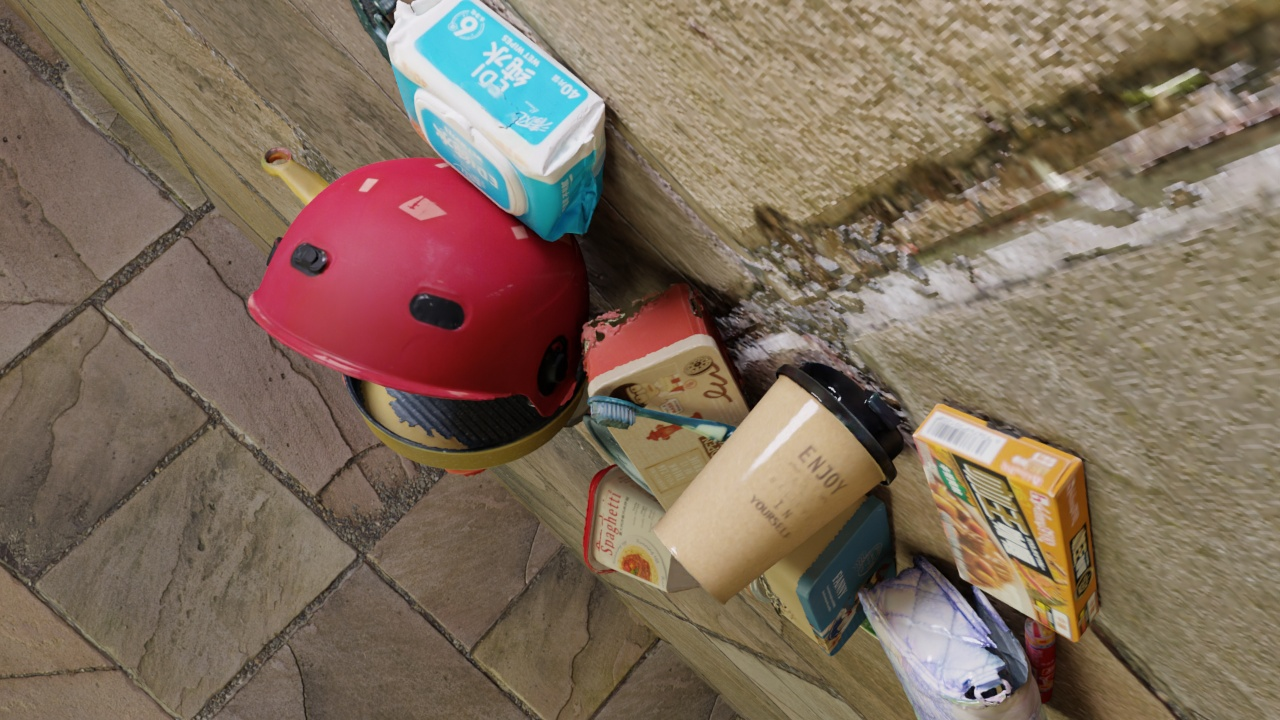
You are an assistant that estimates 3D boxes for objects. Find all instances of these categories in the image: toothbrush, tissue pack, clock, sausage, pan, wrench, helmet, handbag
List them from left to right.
[{"bbox_3d":[-0.195,-0.059,0.758,0.357,0.197,0.078,38,150,21],"label":"pan"},{"bbox_3d":[-0.128,-0.059,0.595,0.207,0.144,0.240,21,-177,6],"label":"helmet"},{"bbox_3d":[-0.121,-0.154,0.658,0.056,0.016,0.273,24,154,51],"label":"wrench"},{"bbox_3d":[-0.080,-0.135,0.517,0.140,0.063,0.090,41,164,10],"label":"tissue pack"},{"bbox_3d":[0.013,0.069,0.821,0.117,0.059,0.159,45,166,-3],"label":"clock"},{"bbox_3d":[0.054,0.049,0.575,0.191,0.018,0.016,15,142,-24],"label":"toothbrush"},{"bbox_3d":[0.231,0.233,0.642,0.194,0.075,0.134,60,179,-35],"label":"handbag"},{"bbox_3d":[0.266,0.201,0.610,0.020,0.020,0.156,31,160,38],"label":"sausage"}]

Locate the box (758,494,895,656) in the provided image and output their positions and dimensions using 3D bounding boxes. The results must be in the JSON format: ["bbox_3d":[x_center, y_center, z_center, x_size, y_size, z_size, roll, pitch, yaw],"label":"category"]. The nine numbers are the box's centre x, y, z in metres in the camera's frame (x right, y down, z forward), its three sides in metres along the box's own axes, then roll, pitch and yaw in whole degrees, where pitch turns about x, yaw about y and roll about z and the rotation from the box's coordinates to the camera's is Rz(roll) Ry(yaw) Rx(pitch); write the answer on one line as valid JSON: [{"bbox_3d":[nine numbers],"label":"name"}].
[{"bbox_3d":[0.134,0.145,0.663,0.060,0.089,0.184,35,167,31],"label":"box"}]

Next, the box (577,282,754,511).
[{"bbox_3d":[0.026,0.030,0.618,0.076,0.091,0.168,-104,-12,-46],"label":"box"}]

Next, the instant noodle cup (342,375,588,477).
[{"bbox_3d":[-0.143,0.013,0.808,0.164,0.188,0.079,39,150,20],"label":"instant noodle cup"}]

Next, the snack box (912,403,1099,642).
[{"bbox_3d":[0.195,0.088,0.483,0.075,0.026,0.154,27,157,44],"label":"snack box"}]

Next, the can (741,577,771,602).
[{"bbox_3d":[0.103,0.199,0.930,0.058,0.058,0.116,51,162,-25],"label":"can"}]

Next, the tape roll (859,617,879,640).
[{"bbox_3d":[0.208,0.229,0.832,0.086,0.013,0.086,40,163,14],"label":"tape roll"}]

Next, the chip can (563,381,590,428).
[{"bbox_3d":[-0.130,-0.021,0.916,0.210,0.071,0.071,37,163,21],"label":"chip can"}]

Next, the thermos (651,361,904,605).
[{"bbox_3d":[0.079,0.071,0.537,0.093,0.143,0.093,46,177,3],"label":"thermos"}]

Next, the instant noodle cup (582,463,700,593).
[{"bbox_3d":[0.019,0.169,0.916,0.116,0.116,0.124,0,-169,-38],"label":"instant noodle cup"}]
